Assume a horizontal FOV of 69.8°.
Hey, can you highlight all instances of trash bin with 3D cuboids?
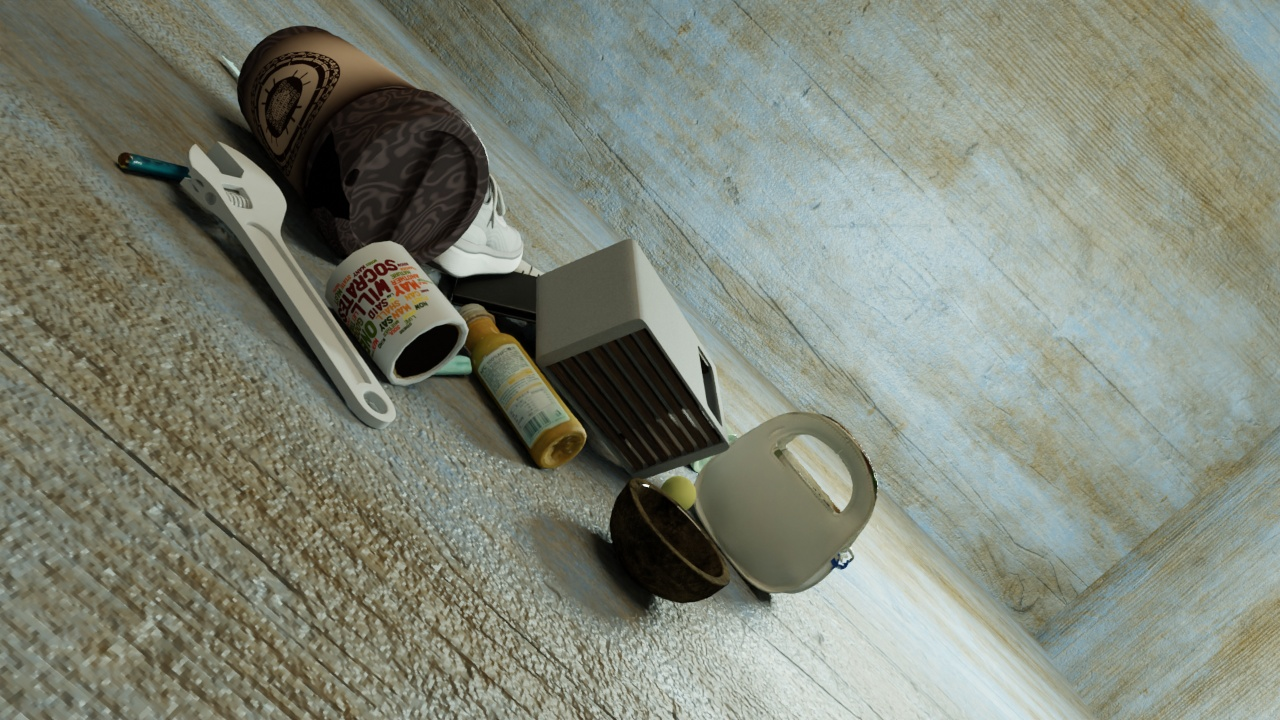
[{"bbox_3d":[-0.006,0.006,0.965,0.114,0.115,0.229,-95,158,-43],"label":"trash bin"}]

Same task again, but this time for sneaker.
[{"bbox_3d":[-0.193,-0.169,1.059,0.097,0.129,0.262,19,9,8],"label":"sneaker"}]

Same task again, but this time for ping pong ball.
[{"bbox_3d":[0.042,0.148,1.020,0.040,0.040,0.040,43,10,-10],"label":"ping pong ball"}]

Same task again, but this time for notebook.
[{"bbox_3d":[-0.103,-0.070,1.093,0.231,0.019,0.169,13,18,-11],"label":"notebook"}]

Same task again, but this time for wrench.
[{"bbox_3d":[-0.256,-0.060,0.683,0.273,0.018,0.086,52,16,12],"label":"wrench"}]

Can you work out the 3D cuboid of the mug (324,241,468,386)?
[{"bbox_3d":[-0.188,-0.035,0.744,0.089,0.073,0.105,48,11,18],"label":"mug"}]

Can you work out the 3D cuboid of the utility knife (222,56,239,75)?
[{"bbox_3d":[-0.407,-0.271,1.012,0.206,0.018,0.030,45,0,18],"label":"utility knife"}]

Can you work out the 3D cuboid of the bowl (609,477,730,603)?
[{"bbox_3d":[0.015,0.165,0.795,0.121,0.056,0.121,43,10,-10],"label":"bowl"}]

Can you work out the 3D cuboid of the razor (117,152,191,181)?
[{"bbox_3d":[-0.347,-0.145,0.715,0.042,0.022,0.143,50,15,6],"label":"razor"}]

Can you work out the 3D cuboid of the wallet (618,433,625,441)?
[{"bbox_3d":[-0.029,0.047,1.112,0.120,0.031,0.099,68,14,14],"label":"wallet"}]

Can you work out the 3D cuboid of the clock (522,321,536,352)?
[{"bbox_3d":[-0.095,-0.025,1.145,0.090,0.052,0.129,49,12,24],"label":"clock"}]

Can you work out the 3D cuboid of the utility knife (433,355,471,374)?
[{"bbox_3d":[-0.178,0.003,0.802,0.022,0.015,0.119,45,11,11],"label":"utility knife"}]

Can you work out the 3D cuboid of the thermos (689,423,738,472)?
[{"bbox_3d":[0.041,0.054,1.313,0.231,0.082,0.082,51,12,33],"label":"thermos"}]

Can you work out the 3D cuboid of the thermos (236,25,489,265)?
[{"bbox_3d":[-0.276,-0.214,0.884,0.226,0.173,0.172,42,8,28],"label":"thermos"}]

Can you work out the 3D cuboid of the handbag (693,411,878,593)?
[{"bbox_3d":[0.178,0.159,1.080,0.200,0.200,0.093,53,9,27],"label":"handbag"}]

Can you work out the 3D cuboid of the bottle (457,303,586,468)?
[{"bbox_3d":[-0.120,0.019,0.862,0.186,0.053,0.053,50,11,31],"label":"bottle"}]

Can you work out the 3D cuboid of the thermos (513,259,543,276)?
[{"bbox_3d":[-0.101,-0.066,1.216,0.224,0.052,0.052,33,13,-17],"label":"thermos"}]
